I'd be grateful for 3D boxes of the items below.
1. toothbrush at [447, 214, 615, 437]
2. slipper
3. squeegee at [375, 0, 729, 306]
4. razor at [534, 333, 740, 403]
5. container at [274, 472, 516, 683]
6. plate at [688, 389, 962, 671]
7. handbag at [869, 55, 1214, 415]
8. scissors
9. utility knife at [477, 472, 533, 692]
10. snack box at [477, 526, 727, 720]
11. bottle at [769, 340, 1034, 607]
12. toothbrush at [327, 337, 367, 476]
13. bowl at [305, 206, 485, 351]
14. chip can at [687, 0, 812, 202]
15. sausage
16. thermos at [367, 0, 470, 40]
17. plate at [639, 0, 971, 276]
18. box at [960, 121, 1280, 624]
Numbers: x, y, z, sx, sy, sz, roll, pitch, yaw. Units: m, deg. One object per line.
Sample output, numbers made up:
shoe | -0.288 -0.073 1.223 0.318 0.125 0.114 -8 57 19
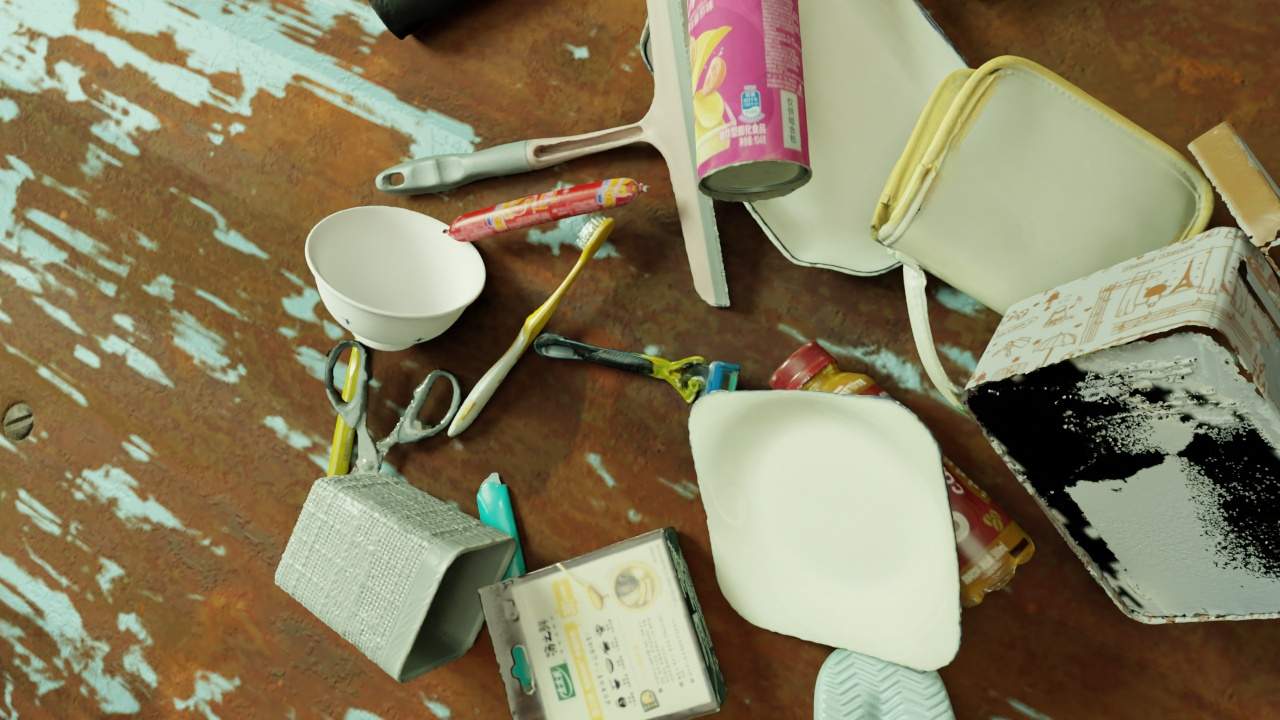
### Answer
toothbrush | -0.079 -0.022 0.628 0.018 0.016 0.191 43 102 22
slipper | 0.149 0.284 0.515 0.104 0.074 0.245 -9 64 6
squeegee | -0.073 -0.146 0.643 0.250 0.040 0.248 -7 99 19
razor | -0.004 0.004 0.614 0.143 0.022 0.043 14 117 14
container | -0.160 0.131 0.592 0.114 0.090 0.090 26 95 19
plate | 0.108 0.090 0.532 0.165 0.034 0.164 2 110 41
handbag | 0.209 -0.060 0.525 0.163 0.063 0.179 28 96 -10
scissors | -0.191 0.067 0.648 0.175 0.014 0.159 -29 91 0
utility knife | -0.086 0.153 0.621 0.029 0.013 0.157 -17 77 9
snack box | -0.023 0.178 0.580 0.126 0.053 0.113 -20 79 11
bottle | 0.150 0.063 0.549 0.057 0.057 0.175 -44 75 5
toothbrush | -0.210 0.005 0.668 0.016 0.016 0.190 7 85 16
bowl | -0.172 -0.046 0.633 0.118 0.118 0.065 37 130 16
chip can | 0.063 -0.209 0.562 0.071 0.071 0.210 -4 82 13
sausage | -0.067 -0.102 0.618 0.156 0.020 0.020 -10 80 20
thermos | -0.087 -0.324 0.662 0.243 0.068 0.089 -25 45 8
plate | 0.114 -0.177 0.602 0.162 0.034 0.265 -36 76 8
box | 0.299 -0.002 0.471 0.183 0.157 0.192 49 52 -12
